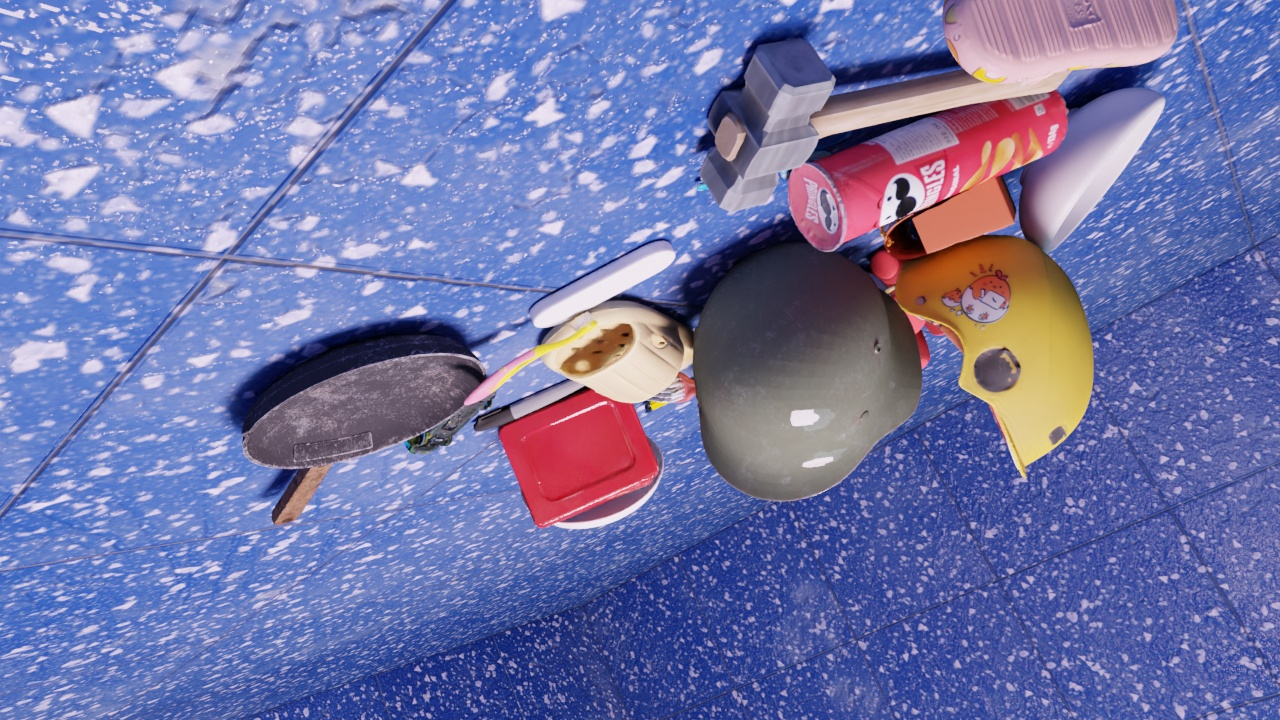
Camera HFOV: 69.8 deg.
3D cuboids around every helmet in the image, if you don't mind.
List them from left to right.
[{"bbox_3d":[0.139,-0.008,0.863,0.227,0.267,0.154,6,155,25],"label":"helmet"},{"bbox_3d":[0.364,-0.023,0.892,0.140,0.240,0.208,-35,168,18],"label":"helmet"}]

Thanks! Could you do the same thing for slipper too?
[{"bbox_3d":[-0.006,0.005,0.930,0.111,0.079,0.261,-28,164,22],"label":"slipper"},{"bbox_3d":[0.269,-0.229,0.617,0.197,0.093,0.082,-15,-179,-23],"label":"slipper"}]

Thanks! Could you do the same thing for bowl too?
[{"bbox_3d":[0.426,-0.194,0.900,0.176,0.066,0.177,-41,157,-22],"label":"bowl"}]

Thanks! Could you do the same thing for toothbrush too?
[{"bbox_3d":[-0.097,-0.002,0.798,0.135,0.016,0.021,-32,171,-6],"label":"toothbrush"}]

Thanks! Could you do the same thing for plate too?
[{"bbox_3d":[-0.058,0.151,1.145,0.182,0.182,0.034,-21,123,-12],"label":"plate"}]

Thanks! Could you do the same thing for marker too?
[{"bbox_3d":[-0.118,0.044,0.997,0.138,0.016,0.022,-24,140,-4],"label":"marker"}]

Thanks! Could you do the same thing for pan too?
[{"bbox_3d":[-0.273,0.069,0.817,0.207,0.040,0.358,-8,158,-43],"label":"pan"}]

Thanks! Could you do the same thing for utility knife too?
[{"bbox_3d":[0.074,0.032,1.217,0.155,0.017,0.030,-24,168,-1],"label":"utility knife"}]

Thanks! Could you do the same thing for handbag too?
[{"bbox_3d":[0.295,-0.144,0.883,0.109,0.060,0.171,-23,-177,26],"label":"handbag"}]

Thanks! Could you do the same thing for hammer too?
[{"bbox_3d":[0.194,-0.190,0.666,0.322,0.051,0.118,-18,157,-25],"label":"hammer"}]

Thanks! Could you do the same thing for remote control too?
[{"bbox_3d":[-0.033,-0.065,0.788,0.136,0.013,0.043,-27,163,7],"label":"remote control"}]

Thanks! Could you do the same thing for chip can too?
[{"bbox_3d":[0.236,-0.163,0.747,0.232,0.073,0.073,-24,164,-17],"label":"chip can"}]

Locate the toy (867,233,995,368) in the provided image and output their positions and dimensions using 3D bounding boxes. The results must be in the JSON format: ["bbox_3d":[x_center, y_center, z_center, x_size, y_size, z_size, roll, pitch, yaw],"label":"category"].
[{"bbox_3d":[0.339,-0.085,1.059,0.198,0.120,0.158,-34,125,28],"label":"toy"}]

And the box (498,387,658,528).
[{"bbox_3d":[-0.070,0.105,1.046,0.157,0.136,0.123,-23,164,-12],"label":"box"}]

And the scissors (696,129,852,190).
[{"bbox_3d":[0.103,-0.157,0.706,0.140,0.015,0.083,-14,162,-26],"label":"scissors"}]

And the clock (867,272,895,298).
[{"bbox_3d":[0.219,-0.053,1.011,0.130,0.090,0.052,2,-152,24],"label":"clock"}]

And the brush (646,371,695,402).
[{"bbox_3d":[0.046,0.033,1.039,0.030,0.041,0.173,-18,-173,-26],"label":"brush"}]

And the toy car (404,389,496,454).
[{"bbox_3d":[-0.186,0.052,0.891,0.105,0.032,0.048,-40,158,16],"label":"toy car"}]
